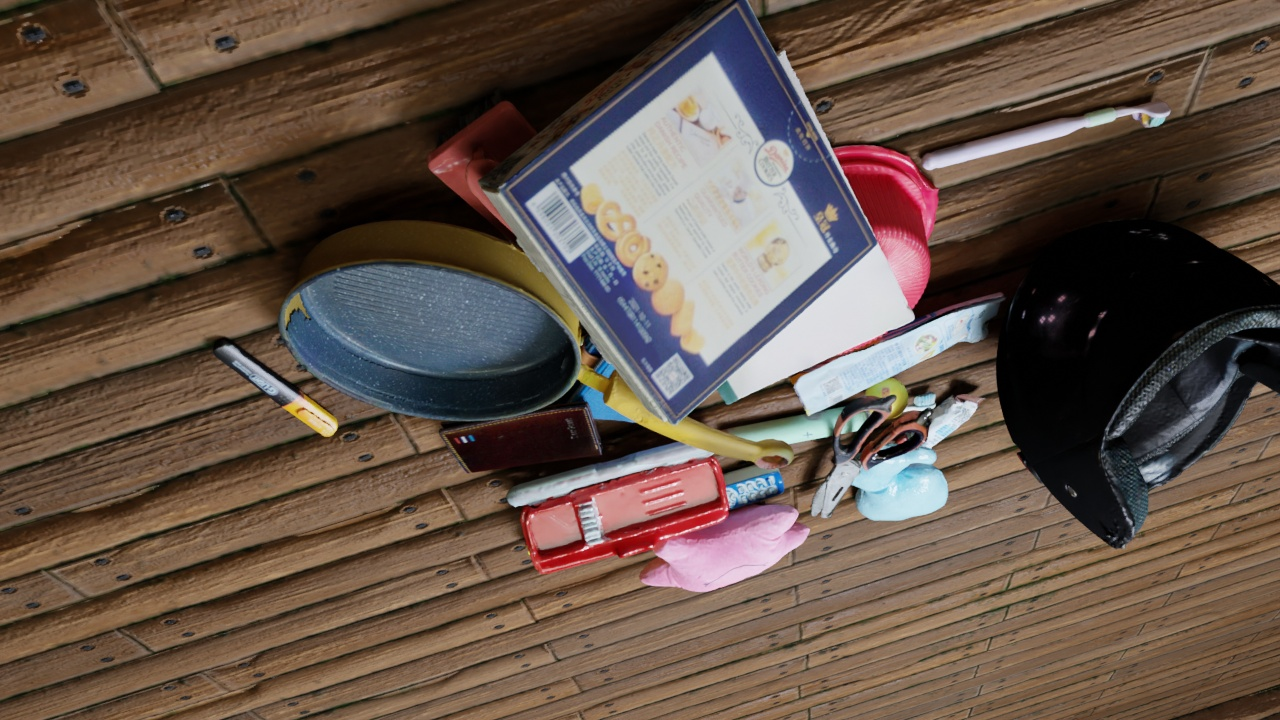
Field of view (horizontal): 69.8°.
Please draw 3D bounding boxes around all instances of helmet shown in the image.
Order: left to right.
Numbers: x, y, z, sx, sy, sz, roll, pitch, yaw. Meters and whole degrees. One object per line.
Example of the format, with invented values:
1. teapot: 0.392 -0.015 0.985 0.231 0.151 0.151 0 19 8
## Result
1. helmet: 0.424 0.015 0.778 0.233 0.230 0.275 -29 148 2

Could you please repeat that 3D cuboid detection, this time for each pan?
1. pan: -0.062 0.010 0.628 0.357 0.078 0.198 11 149 -13

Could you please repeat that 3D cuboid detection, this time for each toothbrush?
1. toothbrush: 0.186 0.061 0.895 0.224 0.026 0.027 -9 119 -11
2. toothbrush: 0.299 -0.166 0.683 0.189 0.029 0.021 -13 100 -4

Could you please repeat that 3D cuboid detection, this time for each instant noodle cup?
1. instant noodle cup: 0.148 -0.068 0.702 0.193 0.065 0.194 -11 139 -10

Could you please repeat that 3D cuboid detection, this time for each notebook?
1. notebook: 0.077 -0.080 0.628 0.150 0.012 0.209 -26 113 14

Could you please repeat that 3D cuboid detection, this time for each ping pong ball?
1. ping pong ball: 0.234 0.036 0.874 0.040 0.040 0.040 -11 140 -9

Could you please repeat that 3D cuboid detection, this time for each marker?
1. marker: -0.270 0.023 0.685 0.018 0.015 0.124 -30 138 7

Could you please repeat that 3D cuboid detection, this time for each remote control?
1. remote control: 0.084 0.136 0.944 0.125 0.024 0.049 -18 141 4

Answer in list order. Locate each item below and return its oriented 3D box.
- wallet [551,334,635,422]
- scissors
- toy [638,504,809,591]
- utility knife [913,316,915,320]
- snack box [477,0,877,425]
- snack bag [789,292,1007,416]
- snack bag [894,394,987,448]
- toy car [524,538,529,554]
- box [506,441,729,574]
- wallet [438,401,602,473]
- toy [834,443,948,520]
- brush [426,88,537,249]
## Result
1. wallet: -0.004 0.004 0.746 0.106 0.040 0.133 7 142 -28
2. scissors: 0.223 0.104 0.913 0.192 0.015 0.207 -17 137 24
3. toy: 0.095 0.205 0.991 0.194 0.074 0.179 -13 152 -12
4. utility knife: 0.158 -0.016 0.806 0.179 0.013 0.029 -17 145 -2
5. snack box: 0.030 -0.086 0.547 0.182 0.046 0.178 -41 115 -11
6. snack bag: 0.228 -0.006 0.815 0.191 0.038 0.110 -25 154 9
7. snack bag: 0.306 0.066 0.947 0.048 0.026 0.104 13 131 -37
8. toy car: -0.064 0.178 0.931 0.105 0.032 0.048 -9 139 -14
9. box: -0.018 0.125 0.865 0.201 0.073 0.155 -15 136 -4
10. wallet: -0.097 0.065 0.772 0.122 0.020 0.096 -9 154 1
11. toy: 0.276 0.133 0.990 0.156 0.049 0.162 21 145 -18
12. brush: -0.065 -0.097 0.583 0.063 0.069 0.146 -30 139 16
